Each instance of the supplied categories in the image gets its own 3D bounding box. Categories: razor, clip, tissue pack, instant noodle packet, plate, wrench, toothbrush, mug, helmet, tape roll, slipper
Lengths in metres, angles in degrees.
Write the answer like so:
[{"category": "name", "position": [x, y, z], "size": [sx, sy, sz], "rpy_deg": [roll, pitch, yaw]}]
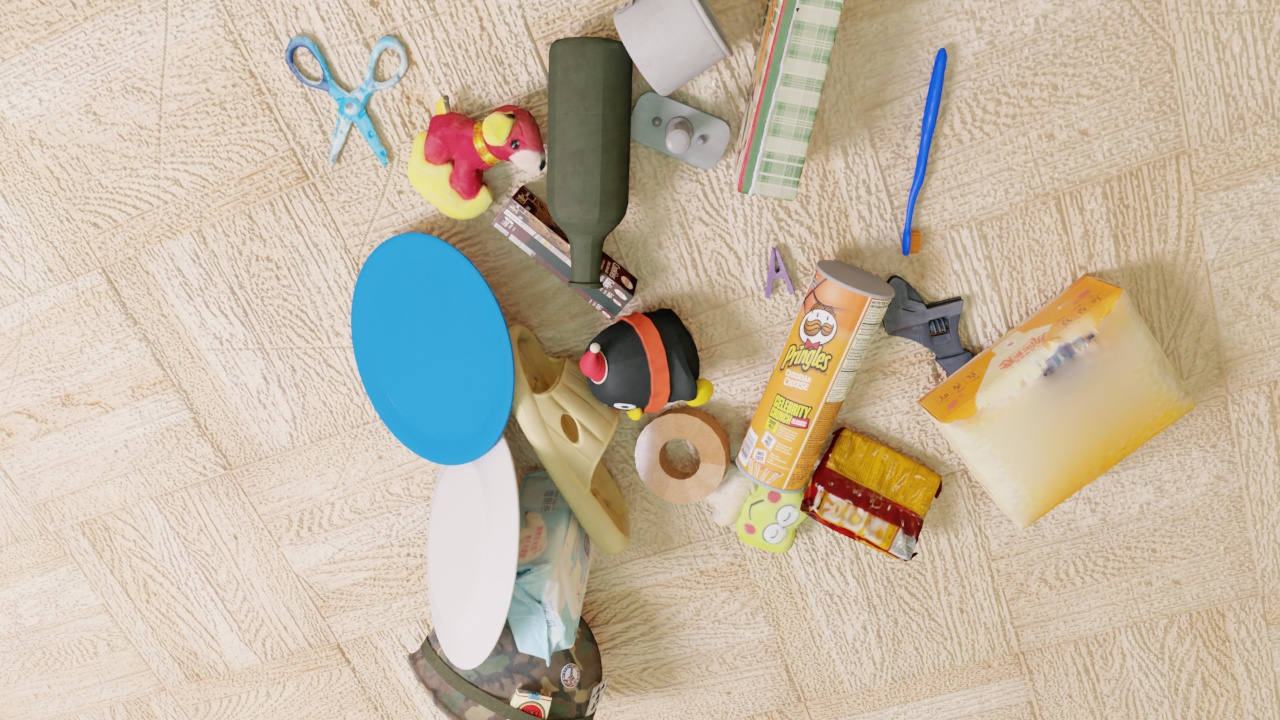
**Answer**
[{"category": "razor", "position": [0.032, -0.189, 0.771], "size": [0.088, 0.116, 0.047], "rpy_deg": [21, 108, -4]}, {"category": "clip", "position": [0.126, -0.079, 0.868], "size": [0.046, 0.014, 0.050], "rpy_deg": [-34, 110, 20]}, {"category": "tissue pack", "position": [-0.092, 0.201, 0.917], "size": [0.070, 0.181, 0.112], "rpy_deg": [-6, 119, 7]}, {"category": "instant noodle packet", "position": [0.234, 0.136, 0.922], "size": [0.135, 0.040, 0.098], "rpy_deg": [27, 84, -7]}, {"category": "plate", "position": [-0.196, -0.011, 0.875], "size": [0.225, 0.024, 0.224], "rpy_deg": [11, 109, 34]}, {"category": "wrench", "position": [0.322, 0.023, 0.889], "size": [0.073, 0.022, 0.273], "rpy_deg": [-36, 106, 16]}, {"category": "plate", "position": [-0.174, 0.173, 0.891], "size": [0.016, 0.242, 0.243], "rpy_deg": [8, 117, -30]}, {"category": "toothbrush", "position": [0.252, -0.180, 0.810], "size": [0.018, 0.016, 0.183], "rpy_deg": [3, 114, -2]}, {"category": "mug", "position": [0.019, -0.279, 0.746], "size": [0.071, 0.084, 0.113], "rpy_deg": [-29, 126, 18]}, {"category": "helmet", "position": [-0.142, 0.361, 0.977], "size": [0.224, 0.193, 0.236], "rpy_deg": [40, 79, -5]}, {"category": "tape roll", "position": [0.043, 0.096, 0.928], "size": [0.094, 0.027, 0.094], "rpy_deg": [3, 101, 16]}, {"category": "slipper", "position": [-0.053, 0.077, 0.899], "size": [0.079, 0.111, 0.261], "rpy_deg": [-20, 113, 13]}]

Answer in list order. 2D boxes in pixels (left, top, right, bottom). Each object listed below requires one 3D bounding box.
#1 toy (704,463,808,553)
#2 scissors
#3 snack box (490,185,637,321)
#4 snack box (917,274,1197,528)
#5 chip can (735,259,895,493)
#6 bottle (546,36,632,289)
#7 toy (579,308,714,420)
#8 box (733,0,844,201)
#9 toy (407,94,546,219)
[{"category": "toy", "position": [0.118, 0.147, 0.950], "size": [0.115, 0.046, 0.092], "rpy_deg": [28, 111, 1]}, {"category": "scissors", "position": [-0.271, -0.243, 0.833], "size": [0.134, 0.012, 0.134], "rpy_deg": [26, 115, -7]}, {"category": "snack box", "position": [-0.068, -0.100, 0.854], "size": [0.141, 0.051, 0.032], "rpy_deg": [38, 111, -11]}, {"category": "snack box", "position": [0.383, 0.040, 0.842], "size": [0.195, 0.080, 0.145], "rpy_deg": [-39, 106, 8]}, {"category": "chip can", "position": [0.162, 0.018, 0.872], "size": [0.075, 0.075, 0.215], "rpy_deg": [18, 114, -3]}, {"category": "bottle", "position": [-0.045, -0.166, 0.789], "size": [0.071, 0.071, 0.207], "rpy_deg": [3, 100, 4]}, {"category": "toy", "position": [-0.005, 0.005, 0.861], "size": [0.119, 0.098, 0.099], "rpy_deg": [-13, 94, -24]}, {"category": "box", "position": [0.119, -0.240, 0.743], "size": [0.050, 0.117, 0.206], "rpy_deg": [10, 116, -5]}, {"category": "toy", "position": [-0.151, -0.188, 0.824], "size": [0.138, 0.067, 0.105], "rpy_deg": [-21, 108, 26]}]
